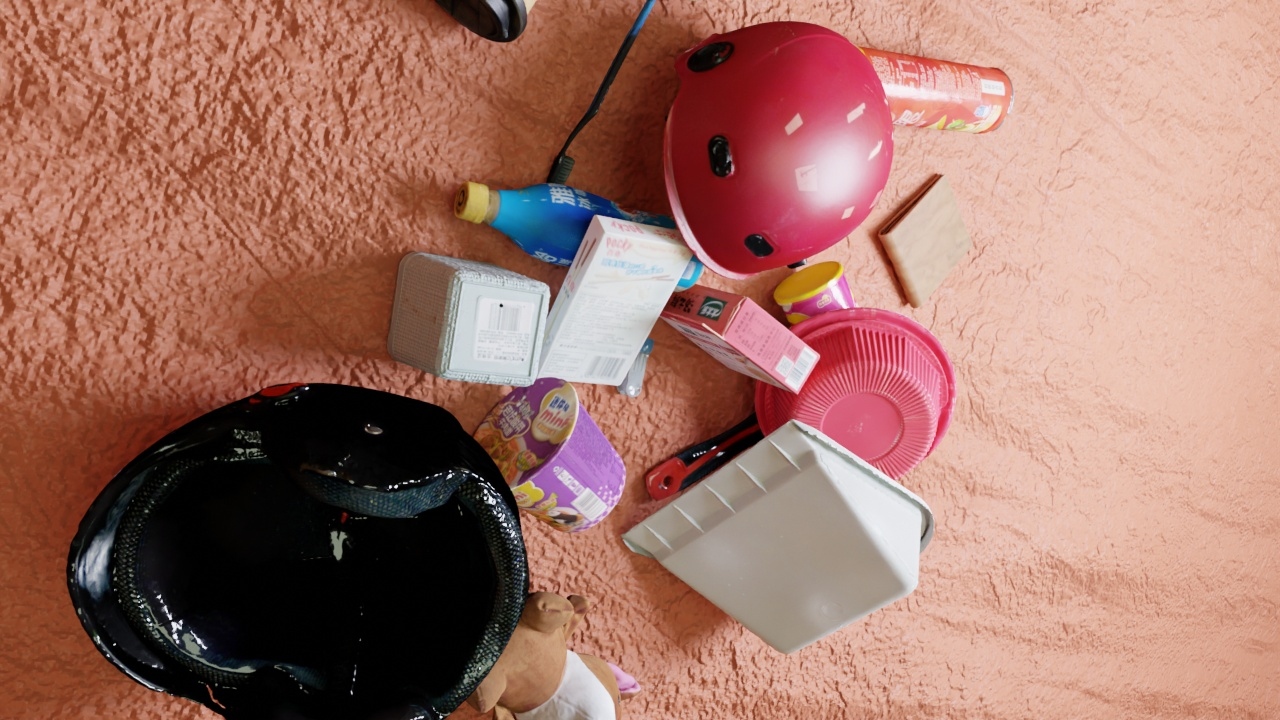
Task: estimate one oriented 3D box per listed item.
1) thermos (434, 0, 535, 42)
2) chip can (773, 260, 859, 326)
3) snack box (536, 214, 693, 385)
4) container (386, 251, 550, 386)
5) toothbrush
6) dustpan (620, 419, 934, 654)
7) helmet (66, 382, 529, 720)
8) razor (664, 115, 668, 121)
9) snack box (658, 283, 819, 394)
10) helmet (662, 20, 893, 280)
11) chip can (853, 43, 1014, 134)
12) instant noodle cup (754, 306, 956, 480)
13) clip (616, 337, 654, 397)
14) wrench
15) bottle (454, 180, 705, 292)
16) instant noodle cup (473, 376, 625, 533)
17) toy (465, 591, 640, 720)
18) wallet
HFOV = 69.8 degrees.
[{"bbox_3d":[-0.096,-0.308,0.678,0.093,0.093,0.143,44,70,-30],"label":"thermos"},{"bbox_3d":[0.210,0.007,0.918,0.071,0.071,0.210,-37,110,-19],"label":"chip can"},{"bbox_3d":[-0.026,-0.044,0.761,0.084,0.027,0.157,6,129,-30],"label":"snack box"},{"bbox_3d":[-0.130,-0.029,0.699,0.090,0.111,0.090,6,97,-32],"label":"container"},{"bbox_3d":[-0.028,-0.222,0.747,0.016,0.014,0.190,23,105,-32],"label":"toothbrush"},{"bbox_3d":[0.159,0.167,0.895,0.258,0.142,0.223,46,120,-10],"label":"dustpan"},{"bbox_3d":[-0.212,0.129,0.619,0.274,0.230,0.234,10,103,-10],"label":"helmet"},{"bbox_3d":[0.050,-0.154,0.799,0.043,0.028,0.132,4,65,-38],"label":"razor"},{"bbox_3d":[0.078,-0.029,0.821,0.127,0.113,0.044,34,85,-31],"label":"snack box"},{"bbox_3d":[0.127,-0.180,0.759,0.207,0.144,0.239,62,38,-24],"label":"helmet"},{"bbox_3d":[0.274,-0.268,0.912,0.216,0.073,0.073,-4,102,-30],"label":"chip can"},{"bbox_3d":[0.204,0.049,0.863,0.194,0.065,0.194,3,115,6],"label":"instant noodle cup"},{"bbox_3d":[-0.006,0.005,0.836,0.026,0.039,0.058,8,95,-34],"label":"clip"},{"bbox_3d":[0.120,0.071,0.925,0.272,0.016,0.056,-22,106,-26],"label":"wrench"},{"bbox_3d":[-0.047,-0.107,0.760,0.218,0.065,0.065,10,95,-31],"label":"bottle"},{"bbox_3d":[-0.072,0.085,0.767,0.111,0.112,0.099,-51,130,-12],"label":"instant noodle cup"},{"bbox_3d":[-0.074,0.285,0.800,0.140,0.131,0.200,-44,128,-22],"label":"toy"},{"bbox_3d":[0.313,-0.131,0.996,0.115,0.020,0.101,-45,120,-18],"label":"wallet"}]
